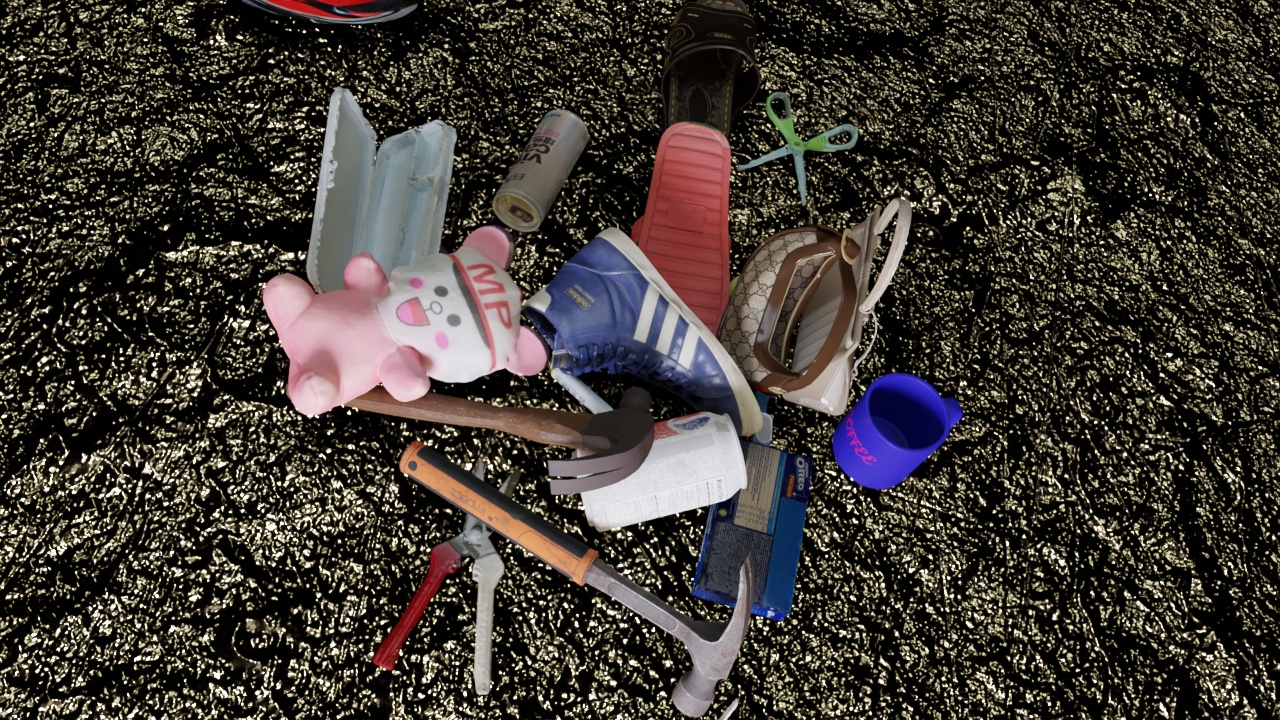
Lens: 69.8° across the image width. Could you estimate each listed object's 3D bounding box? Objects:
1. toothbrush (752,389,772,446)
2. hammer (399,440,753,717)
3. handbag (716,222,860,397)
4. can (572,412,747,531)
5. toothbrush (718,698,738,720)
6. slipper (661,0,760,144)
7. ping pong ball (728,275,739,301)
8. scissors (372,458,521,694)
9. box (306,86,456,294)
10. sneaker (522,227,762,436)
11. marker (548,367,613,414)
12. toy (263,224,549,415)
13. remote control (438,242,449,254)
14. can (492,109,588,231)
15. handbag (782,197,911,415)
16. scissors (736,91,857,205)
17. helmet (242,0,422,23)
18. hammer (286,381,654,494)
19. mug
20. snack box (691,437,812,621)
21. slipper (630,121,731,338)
[{"bbox_3d":[0.121,0.011,0.898,0.016,0.014,0.166,10,59,-5],"label":"toothbrush"},{"bbox_3d":[-0.055,0.145,0.733,0.314,0.138,0.034,30,21,11],"label":"hammer"},{"bbox_3d":[0.143,-0.048,0.842,0.063,0.138,0.166,28,82,-33],"label":"handbag"},{"bbox_3d":[0.015,0.093,0.780,0.136,0.078,0.078,-14,63,-4],"label":"can"},{"bbox_3d":[0.043,0.262,0.641,0.010,0.182,0.010,19,53,4],"label":"toothbrush"},{"bbox_3d":[0.081,-0.342,1.057,0.113,0.076,0.267,14,59,-3],"label":"slipper"},{"bbox_3d":[0.107,-0.067,0.925,0.040,0.040,0.040,5,60,-8],"label":"ping pong ball"},{"bbox_3d":[-0.146,0.180,0.751,0.187,0.015,0.179,-25,67,-23],"label":"scissors"},{"bbox_3d":[-0.257,-0.150,0.841,0.107,0.124,0.215,-15,60,30],"label":"box"},{"bbox_3d":[-0.005,0.003,0.824,0.118,0.092,0.233,-36,89,-19],"label":"sneaker"},{"bbox_3d":[-0.028,0.052,0.845,0.146,0.017,0.017,40,61,12],"label":"marker"},{"bbox_3d":[-0.192,-0.030,0.766,0.213,0.084,0.142,-18,72,-16],"label":"toy"},{"bbox_3d":[-0.221,-0.117,0.909,0.046,0.009,0.124,-25,68,-22],"label":"remote control"},{"bbox_3d":[-0.102,-0.200,0.954,0.054,0.054,0.135,23,59,3],"label":"can"},{"bbox_3d":[0.204,-0.073,0.854,0.062,0.198,0.175,18,59,-1],"label":"handbag"},{"bbox_3d":[0.185,-0.247,1.058,0.167,0.023,0.171,4,62,-15],"label":"scissors"},{"bbox_3d":[-0.356,-0.458,0.986,0.271,0.167,0.217,3,45,-17],"label":"helmet"},{"bbox_3d":[-0.148,0.044,0.765,0.323,0.033,0.115,8,35,15],"label":"hammer"},{"bbox_3d":[0.244,0.063,0.850,0.111,0.084,0.079,-12,63,-17],"label":"mug"},{"bbox_3d":[0.102,0.145,0.810,0.082,0.027,0.149,18,60,-1],"label":"snack box"},{"bbox_3d":[0.042,-0.121,0.932,0.103,0.059,0.248,6,74,-6],"label":"slipper"}]
